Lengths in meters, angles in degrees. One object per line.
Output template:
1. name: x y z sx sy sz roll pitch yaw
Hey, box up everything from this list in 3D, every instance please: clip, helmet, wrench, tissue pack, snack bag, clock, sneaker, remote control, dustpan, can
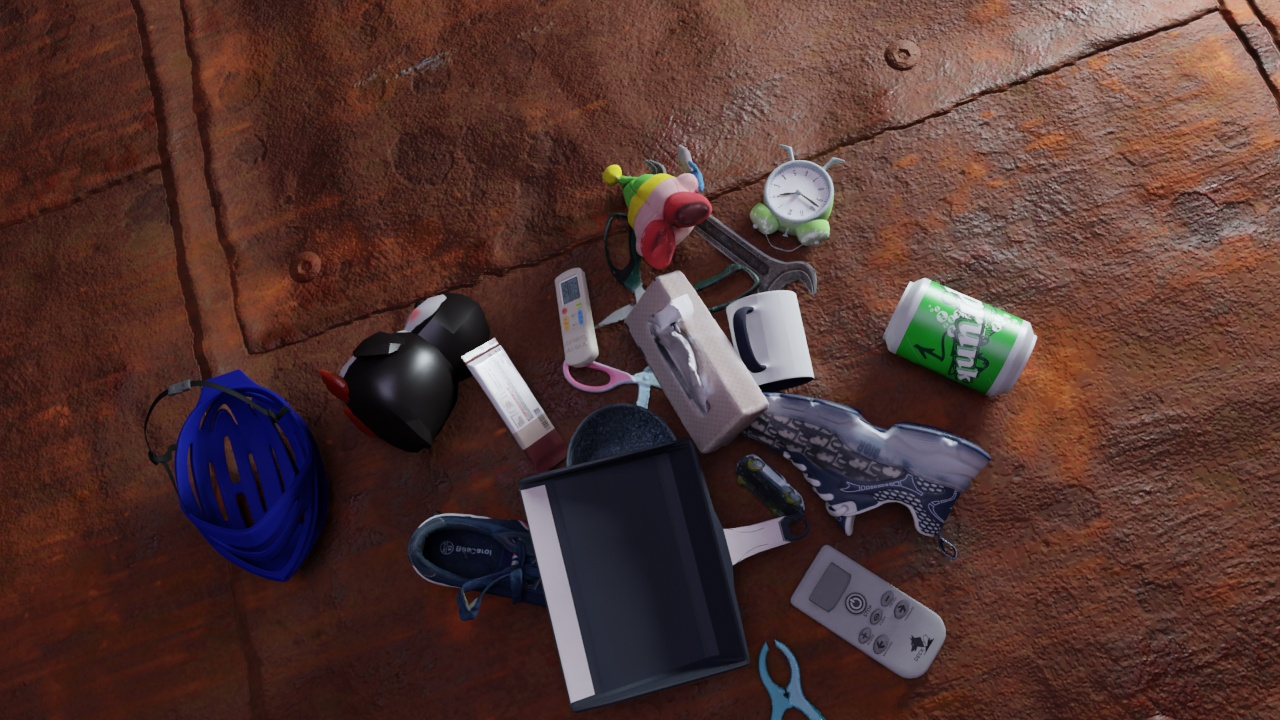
1. clip: 0.143 0.347 0.940 0.097 0.026 0.116 -17 73 1
2. helmet: -0.434 0.114 0.985 0.147 0.228 0.241 -20 71 -8
3. wrench: 0.090 -0.149 1.079 0.273 0.010 0.070 40 110 17
4. tissue pack: 0.050 0.000 0.968 0.071 0.104 0.181 -15 67 -34
5. snack bag: -0.139 0.052 1.029 0.056 0.013 0.158 -36 94 -46
6. clock: 0.182 -0.183 1.070 0.094 0.042 0.119 19 78 14
7. sneaker: -0.101 0.218 0.951 0.294 0.127 0.120 10 76 -1
8. remote control: -0.076 -0.051 1.073 0.038 0.018 0.125 -22 61 22
9. sneaker: 0.213 0.114 0.962 0.270 0.103 0.132 15 94 19
10. remote control: 0.237 0.262 0.951 0.151 0.019 0.074 32 81 15
11. dustpan: 0.041 0.201 0.933 0.272 0.080 0.236 -11 83 -27
12. can: 0.338 -0.025 0.979 0.140 0.088 0.087 26 80 14

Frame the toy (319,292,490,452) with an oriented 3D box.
1. toy: -0.236 0.006 1.035 0.140 0.159 0.183 25 61 25

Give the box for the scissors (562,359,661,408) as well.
1. scissors: -0.001 0.002 1.061 0.170 0.013 0.176 17 77 14

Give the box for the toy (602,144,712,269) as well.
1. toy: 0.018 -0.187 1.055 0.124 0.096 0.131 -54 31 17

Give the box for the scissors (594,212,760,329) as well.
1. scissors: 0.036 -0.098 1.071 0.206 0.015 0.201 -10 68 7

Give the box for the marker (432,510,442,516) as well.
1. marker: -0.173 0.212 1.031 0.152 0.011 0.011 31 81 15

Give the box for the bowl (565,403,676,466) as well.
1. bowl: -0.026 0.118 1.001 0.137 0.057 0.137 6 75 -24

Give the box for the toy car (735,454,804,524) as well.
1. toy car: 0.142 0.137 0.991 0.090 0.039 0.027 42 49 16

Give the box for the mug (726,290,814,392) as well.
1. mug: 0.133 -0.020 0.993 0.079 0.111 0.096 -17 77 30
